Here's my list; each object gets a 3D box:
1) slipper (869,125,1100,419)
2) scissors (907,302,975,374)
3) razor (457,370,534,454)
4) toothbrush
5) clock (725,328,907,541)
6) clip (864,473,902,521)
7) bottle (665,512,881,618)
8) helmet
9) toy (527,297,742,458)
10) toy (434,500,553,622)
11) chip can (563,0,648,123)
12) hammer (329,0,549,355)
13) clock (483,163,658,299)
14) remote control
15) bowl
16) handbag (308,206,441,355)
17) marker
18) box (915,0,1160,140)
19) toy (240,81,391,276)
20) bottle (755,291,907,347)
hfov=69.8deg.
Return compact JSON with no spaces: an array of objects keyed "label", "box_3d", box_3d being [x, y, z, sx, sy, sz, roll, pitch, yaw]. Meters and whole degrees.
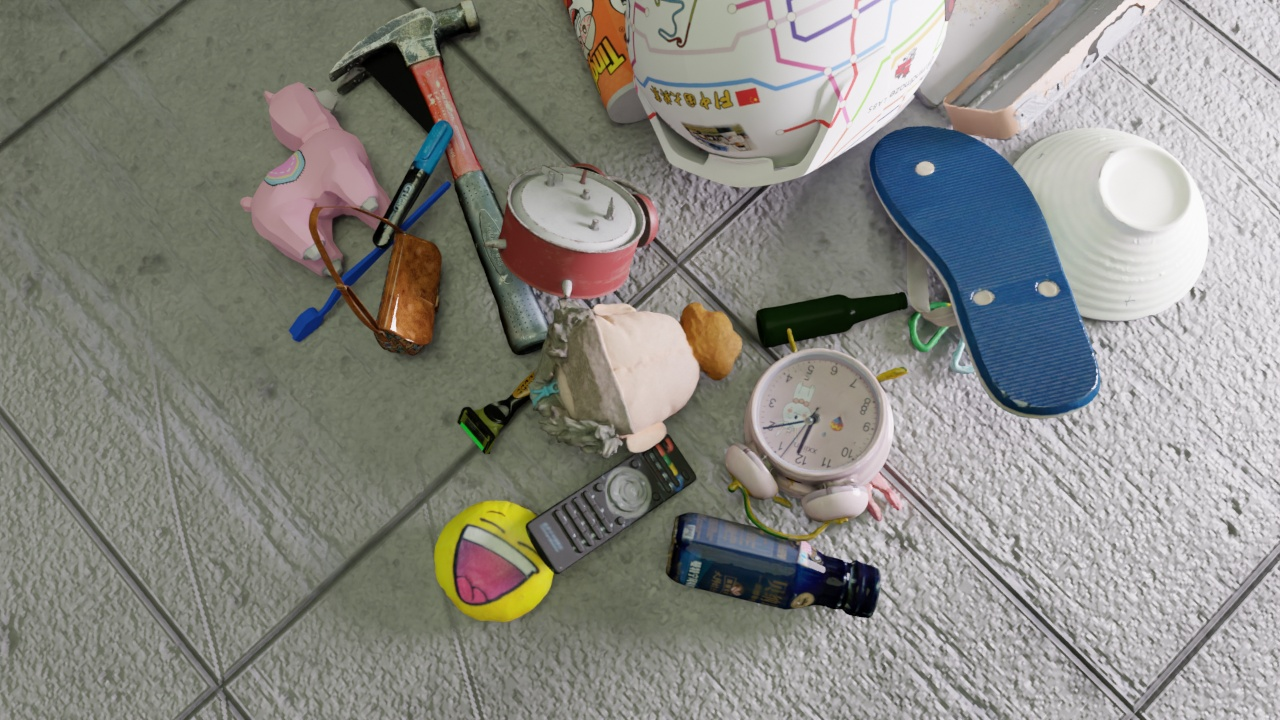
[{"label":"slipper","box_3d":[0.272,-0.074,0.735,0.118,0.060,0.294,-14,58,3]},{"label":"scissors","box_3d":[0.286,-0.044,0.763,0.078,0.013,0.132,43,80,14]},{"label":"razor","box_3d":[-0.085,0.015,0.755,0.144,0.021,0.044,-43,58,-7]},{"label":"toothbrush","box_3d":[-0.226,-0.085,0.765,0.187,0.016,0.011,-44,72,6]},{"label":"clock","box_3d":[0.130,0.063,0.710,0.117,0.059,0.157,20,76,17]},{"label":"clip","box_3d":[0.188,0.096,0.731,0.039,0.022,0.059,-35,77,-2]},{"label":"bottle","box_3d":[0.100,0.159,0.701,0.161,0.056,0.056,13,78,4]},{"label":"helmet","box_3d":[0.124,-0.280,0.710,0.231,0.236,0.313,14,54,36]},{"label":"toy","box_3d":[-0.004,0.004,0.725,0.175,0.076,0.132,-15,87,-14]},{"label":"toy","box_3d":[-0.113,0.155,0.714,0.095,0.041,0.094,33,83,1]},{"label":"chip can","box_3d":[-0.034,-0.316,0.806,0.062,0.062,0.210,-20,78,-3]},{"label":"hammer","box_3d":[-0.156,-0.154,0.786,0.140,0.036,0.326,-22,77,-5]},{"label":"clock","box_3d":[-0.043,-0.117,0.738,0.110,0.062,0.156,33,43,14]},{"label":"remote control","box_3d":[-0.022,0.110,0.717,0.140,0.021,0.045,-31,84,-24]},{"label":"bowl","box_3d":[0.392,-0.126,0.747,0.177,0.071,0.177,0,75,0]},{"label":"handbag","box_3d":[-0.192,-0.070,0.687,0.043,0.196,0.093,6,75,8]},{"label":"marker","box_3d":[-0.188,-0.146,0.758,0.018,0.015,0.123,23,76,8]},{"label":"box","box_3d":[0.332,-0.296,0.782,0.217,0.094,0.121,-43,39,-8]},{"label":"toy","box_3d":[-0.280,-0.157,0.776,0.123,0.067,0.157,-40,75,-6]},{"label":"bottle","box_3d":[0.158,-0.038,0.755,0.123,0.033,0.033,-11,77,-2]}]
